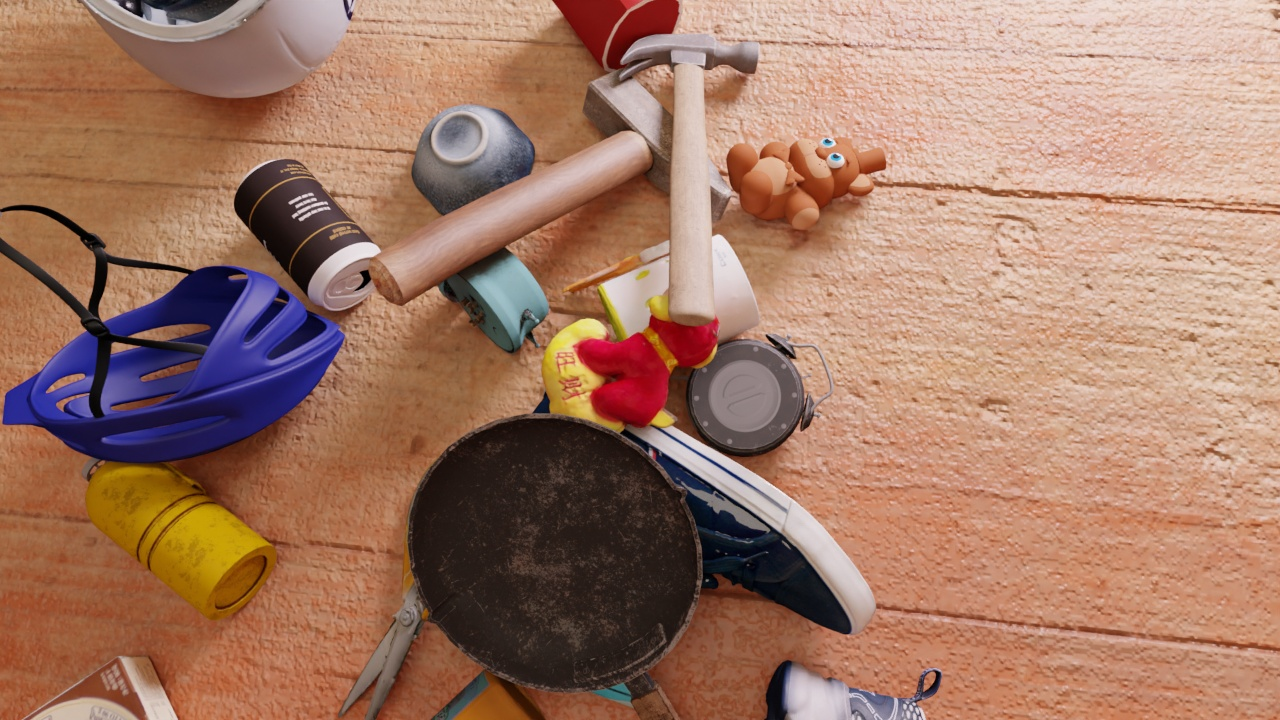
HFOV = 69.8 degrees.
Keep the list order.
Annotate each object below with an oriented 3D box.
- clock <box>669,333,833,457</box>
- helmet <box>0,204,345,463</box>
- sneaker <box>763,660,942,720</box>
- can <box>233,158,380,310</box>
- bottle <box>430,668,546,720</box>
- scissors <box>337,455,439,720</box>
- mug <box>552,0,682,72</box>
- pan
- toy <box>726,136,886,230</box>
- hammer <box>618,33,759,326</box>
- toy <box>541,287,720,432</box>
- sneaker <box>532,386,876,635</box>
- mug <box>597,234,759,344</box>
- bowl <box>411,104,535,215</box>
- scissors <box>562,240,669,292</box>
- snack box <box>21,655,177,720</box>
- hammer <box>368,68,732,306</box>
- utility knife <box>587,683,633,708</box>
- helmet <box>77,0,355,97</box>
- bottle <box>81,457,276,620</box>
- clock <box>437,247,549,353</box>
[{"bbox_3d":[0.087,0.028,0.719,0.123,0.044,0.091,-19,80,3],"label":"clock"},{"bbox_3d":[-0.363,-0.028,0.688,0.241,0.228,0.147,-23,42,-15],"label":"helmet"},{"bbox_3d":[0.156,0.339,0.605,0.132,0.103,0.269,0,71,-1],"label":"sneaker"},{"bbox_3d":[-0.282,-0.108,0.781,0.072,0.072,0.128,-42,75,-7],"label":"can"},{"bbox_3d":[-0.144,0.297,0.656,0.157,0.068,0.068,-42,75,-7],"label":"bottle"},{"bbox_3d":[-0.174,0.175,0.708,0.225,0.016,0.166,-50,52,5],"label":"scissors"},{"bbox_3d":[-0.018,-0.326,0.793,0.080,0.117,0.096,-24,71,-31],"label":"mug"},{"bbox_3d":[-0.018,0.195,0.637,0.208,0.040,0.357,-28,99,15],"label":"pan"},{"bbox_3d":[0.139,-0.155,0.756,0.127,0.065,0.094,-16,55,-1],"label":"toy"},{"bbox_3d":[0.039,-0.153,0.712,0.119,0.031,0.330,5,53,-4],"label":"hammer"},{"bbox_3d":[-0.004,0.004,0.650,0.137,0.067,0.105,-31,69,-4],"label":"toy"},{"bbox_3d":[0.022,0.131,0.669,0.294,0.121,0.127,31,67,16],"label":"sneaker"},{"bbox_3d":[0.030,-0.042,0.726,0.106,0.082,0.082,-24,73,-2],"label":"mug"},{"bbox_3d":[-0.151,-0.181,0.798,0.110,0.055,0.110,-1,75,5],"label":"bowl"},{"bbox_3d":[-0.010,-0.078,0.744,0.133,0.084,0.012,-24,94,1],"label":"scissors"},{"bbox_3d":[-0.414,0.324,0.689,0.147,0.041,0.143,-34,75,-5],"label":"snack box"},{"bbox_3d":[-0.075,-0.121,0.721,0.300,0.037,0.158,-33,72,-29],"label":"hammer"},{"bbox_3d":[-0.062,0.235,0.694,0.158,0.015,0.022,13,101,11],"label":"utility knife"},{"bbox_3d":[-0.354,-0.348,0.809,0.236,0.164,0.263,-6,67,0],"label":"helmet"},{"bbox_3d":[-0.374,0.128,0.726,0.164,0.071,0.071,33,80,13],"label":"bottle"},{"bbox_3d":[-0.128,-0.061,0.746,0.053,0.090,0.124,-41,79,-18],"label":"clock"}]
